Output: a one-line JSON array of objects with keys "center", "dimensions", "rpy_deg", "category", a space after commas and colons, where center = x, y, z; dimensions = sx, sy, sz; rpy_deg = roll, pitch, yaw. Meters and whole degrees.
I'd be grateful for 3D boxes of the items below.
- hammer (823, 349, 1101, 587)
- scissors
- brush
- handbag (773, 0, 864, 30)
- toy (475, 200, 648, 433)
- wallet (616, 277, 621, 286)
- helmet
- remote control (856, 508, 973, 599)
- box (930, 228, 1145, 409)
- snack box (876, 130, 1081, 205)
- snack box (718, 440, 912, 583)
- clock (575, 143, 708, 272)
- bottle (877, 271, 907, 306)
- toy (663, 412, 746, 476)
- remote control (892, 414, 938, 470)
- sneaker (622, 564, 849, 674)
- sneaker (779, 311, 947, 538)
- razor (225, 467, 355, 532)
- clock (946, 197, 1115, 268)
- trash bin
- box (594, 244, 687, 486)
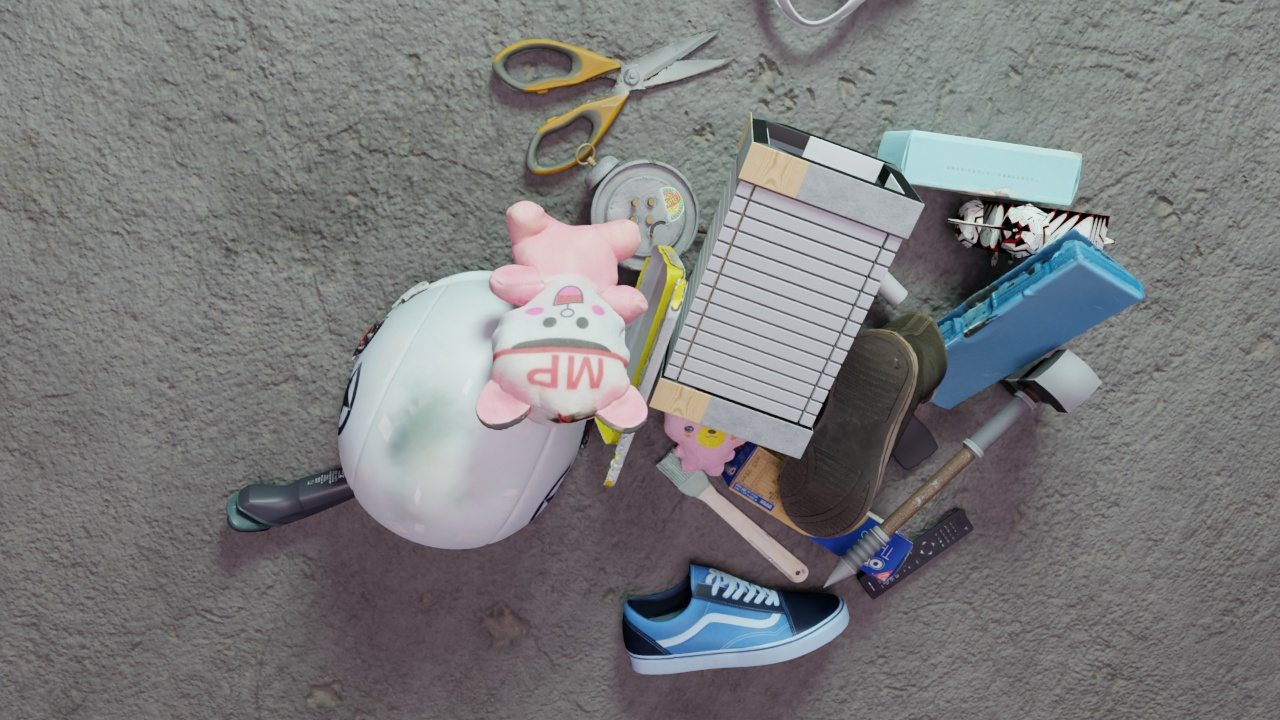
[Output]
[{"center": [0.302, 0.114, 0.910], "dimensions": [0.322, 0.156, 0.043], "rpy_deg": [-44, 85, 4], "category": "hammer"}, {"center": [-0.023, -0.251, 0.870], "dimensions": [0.225, 0.016, 0.162], "rpy_deg": [-6, 104, -5], "category": "scissors"}, {"center": [0.103, 0.170, 0.983], "dimensions": [0.217, 0.012, 0.033], "rpy_deg": [42, 97, -14], "category": "brush"}, {"center": [0.187, -0.408, 0.814], "dimensions": [0.216, 0.095, 0.223], "rpy_deg": [9, 108, -5], "category": "handbag"}, {"center": [-0.063, -0.034, 0.778], "dimensions": [0.142, 0.084, 0.212], "rpy_deg": [8, 58, -18], "category": "toy"}, {"center": [-0.078, -0.059, 0.911], "dimensions": [0.121, 0.013, 0.087], "rpy_deg": [-23, 100, 1], "category": "wallet"}, {"center": [-0.163, 0.056, 0.848], "dimensions": [0.236, 0.163, 0.264], "rpy_deg": [28, 104, -11], "category": "helmet"}, {"center": [0.301, 0.210, 1.007], "dimensions": [0.136, 0.015, 0.032], "rpy_deg": [-35, 104, 1], "category": "remote control"}, {"center": [0.348, -0.032, 0.877], "dimensions": [0.093, 0.048, 0.232], "rpy_deg": [23, 140, -21], "category": "box"}, {"center": [0.323, -0.186, 0.885], "dimensions": [0.174, 0.075, 0.053], "rpy_deg": [7, 103, -7], "category": "snack box"}, {"center": [0.183, 0.157, 0.963], "dimensions": [0.206, 0.056, 0.057], "rpy_deg": [33, 96, -11], "category": "snack box"}, {"center": [-0.008, -0.147, 0.872], "dimensions": [0.104, 0.056, 0.148], "rpy_deg": [-44, 104, -1], "category": "clock"}, {"center": [0.189, -0.126, 0.898], "dimensions": [0.195, 0.052, 0.052], "rpy_deg": [42, 96, -13], "category": "bottle"}, {"center": [0.066, 0.072, 0.935], "dimensions": [0.102, 0.050, 0.093], "rpy_deg": [8, 100, -7], "category": "toy"}, {"center": [0.267, 0.059, 0.971], "dimensions": [0.046, 0.009, 0.124], "rpy_deg": [-36, 104, 4], "category": "remote control"}, {"center": [0.098, 0.262, 0.968], "dimensions": [0.241, 0.083, 0.098], "rpy_deg": [-10, 104, 0], "category": "sneaker"}, {"center": [0.214, 0.064, 0.884], "dimensions": [0.095, 0.119, 0.235], "rpy_deg": [27, 119, 28], "category": "sneaker"}, {"center": [-0.340, 0.136, 0.921], "dimensions": [0.143, 0.047, 0.052], "rpy_deg": [-18, 128, -3], "category": "razor"}, {"center": [0.366, -0.117, 0.880], "dimensions": [0.154, 0.115, 0.065], "rpy_deg": [2, 103, -23], "category": "clock"}, {"center": [0.120, -0.068, 0.823], "dimensions": [0.142, 0.142, 0.247], "rpy_deg": [19, 115, -3], "category": "trash bin"}, {"center": [-0.002, 0.006, 0.849], "dimensions": [0.038, 0.129, 0.210], "rpy_deg": [13, 121, -13], "category": "box"}]
